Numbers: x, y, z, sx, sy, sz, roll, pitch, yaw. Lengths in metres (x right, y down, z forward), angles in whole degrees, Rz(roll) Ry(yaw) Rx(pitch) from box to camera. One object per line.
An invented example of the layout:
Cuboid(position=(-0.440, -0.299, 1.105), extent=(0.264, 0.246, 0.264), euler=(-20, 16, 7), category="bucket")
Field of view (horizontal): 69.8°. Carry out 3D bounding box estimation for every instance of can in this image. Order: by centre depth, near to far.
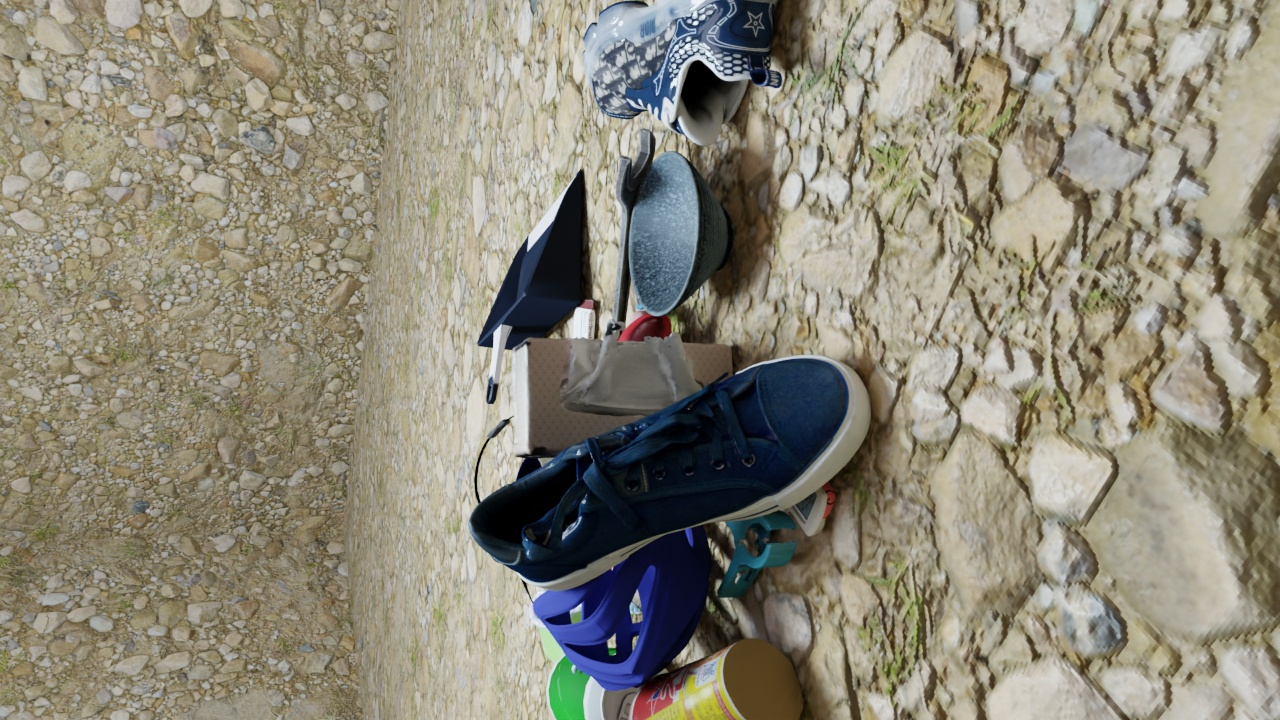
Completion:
Cuboid(position=(-0.030, 0.319, 0.874), extent=(0.140, 0.087, 0.087), euler=(151, 118, -63), category="can")

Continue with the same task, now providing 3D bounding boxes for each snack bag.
Cuboid(position=(-0.068, 0.008, 1.071), extent=(0.057, 0.013, 0.158), euler=(-165, 78, -66), category="snack bag")

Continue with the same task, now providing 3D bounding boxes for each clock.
Cuboid(position=(-0.082, 0.306, 1.037), extent=(0.094, 0.042, 0.119), euler=(6, 102, 62), category="clock")

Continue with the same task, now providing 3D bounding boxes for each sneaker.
Cuboid(position=(0.006, 0.070, 0.614), extent=(0.295, 0.127, 0.120), euler=(-27, 53, 18), category="sneaker")
Cuboid(position=(0.033, -0.238, 0.770), extent=(0.270, 0.103, 0.132), euler=(-14, 83, 63), category="sneaker")

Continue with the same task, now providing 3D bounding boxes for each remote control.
Cuboid(position=(0.104, 0.075, 0.670), extent=(0.125, 0.018, 0.038), euler=(-122, 40, -50), category="remote control")

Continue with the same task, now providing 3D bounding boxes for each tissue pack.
Cuboid(position=(-0.008, 0.025, 0.725), extent=(0.071, 0.181, 0.104), euler=(158, 113, -68), category="tissue pack")

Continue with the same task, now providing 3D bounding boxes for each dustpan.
Cuboid(position=(-0.150, -0.076, 1.159), extent=(0.237, 0.080, 0.272), euler=(149, 123, -63), category="dustpan")

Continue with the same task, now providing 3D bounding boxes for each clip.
Cuboid(position=(0.084, 0.143, 0.688), extent=(0.116, 0.026, 0.097), euler=(139, 126, -68), category="clip")

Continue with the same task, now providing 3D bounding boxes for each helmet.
Cuboid(position=(-0.046, 0.149, 0.763), extent=(0.148, 0.227, 0.241), euler=(-45, 11, 13), category="helmet")

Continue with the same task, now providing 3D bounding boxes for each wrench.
Cuboid(position=(-0.015, -0.088, 0.875), extent=(0.069, 0.010, 0.274), euler=(-52, -23, -47), category="wrench")

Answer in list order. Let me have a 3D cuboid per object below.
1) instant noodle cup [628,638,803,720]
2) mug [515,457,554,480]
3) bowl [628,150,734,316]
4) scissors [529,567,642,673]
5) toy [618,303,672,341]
Cuboid(position=(0.060, 0.258, 0.678), extent=(0.113, 0.100, 0.100), euler=(-54, 40, 39), category="instant noodle cup")
Cuboid(position=(-0.065, 0.130, 0.947), extent=(0.112, 0.096, 0.078), euler=(-58, 36, 36), category="mug")
Cuboid(position=(0.042, -0.104, 0.773), extent=(0.137, 0.057, 0.137), euler=(-179, 90, -67), category="bowl")
Cuboid(position=(-0.051, 0.227, 0.904), extent=(0.177, 0.013, 0.170), euler=(-20, 41, 41), category="scissors")
Cuboid(position=(-0.005, 0.005, 0.842), extent=(0.131, 0.097, 0.124), euler=(60, -161, -84), category="toy")
